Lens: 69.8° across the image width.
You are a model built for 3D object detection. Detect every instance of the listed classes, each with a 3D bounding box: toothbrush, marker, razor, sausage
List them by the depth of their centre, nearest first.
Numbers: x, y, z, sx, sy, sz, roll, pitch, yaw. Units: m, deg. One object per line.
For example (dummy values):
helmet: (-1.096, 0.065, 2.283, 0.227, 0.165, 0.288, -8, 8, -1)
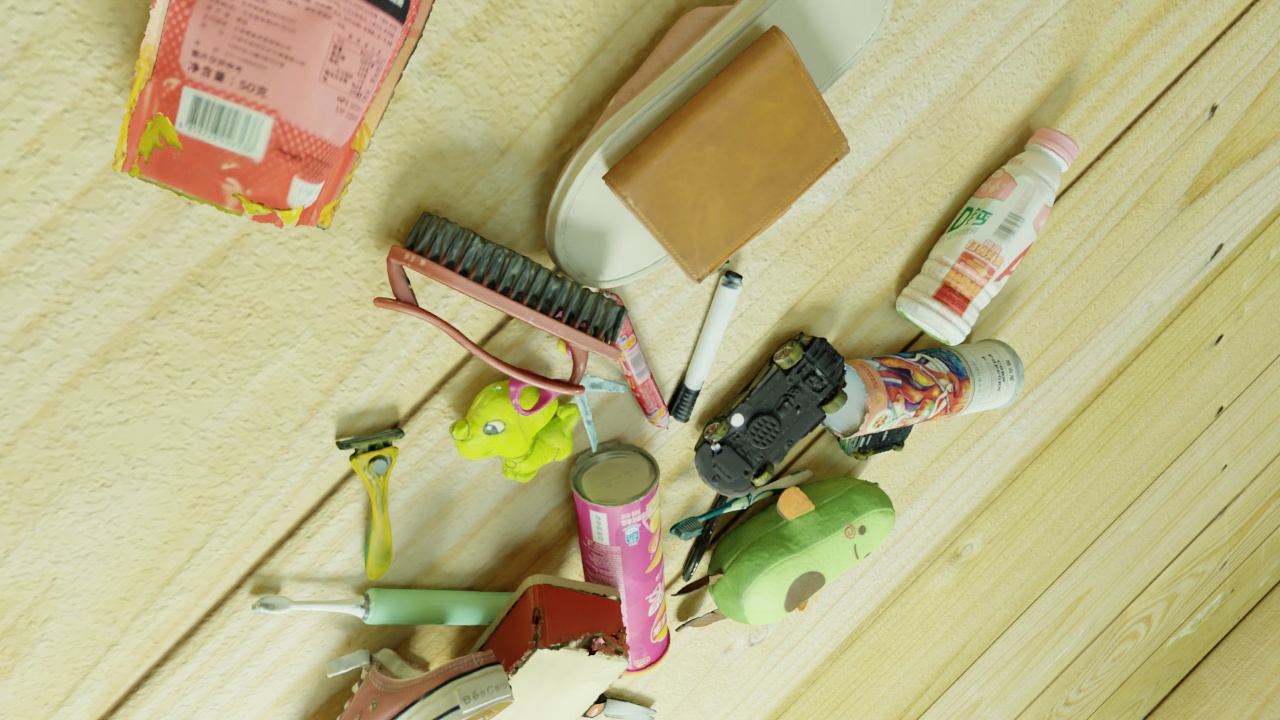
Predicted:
razor: (-0.180, 0.105, 0.623, 0.043, 0.028, 0.133, -14, 129, -33)
toothbrush: (-0.174, 0.183, 0.681, 0.224, 0.026, 0.027, 15, 147, -42)
sausage: (-0.004, 0.004, 0.682, 0.020, 0.020, 0.156, -34, 134, -12)
marker: (0.050, -0.009, 0.713, 0.022, 0.018, 0.131, 5, 118, -28)
toothbrush: (0.098, 0.128, 0.827, 0.191, 0.018, 0.016, -14, 130, -40)
toothbrush: (0.071, 0.128, 0.829, 0.018, 0.015, 0.181, 6, 116, -32)

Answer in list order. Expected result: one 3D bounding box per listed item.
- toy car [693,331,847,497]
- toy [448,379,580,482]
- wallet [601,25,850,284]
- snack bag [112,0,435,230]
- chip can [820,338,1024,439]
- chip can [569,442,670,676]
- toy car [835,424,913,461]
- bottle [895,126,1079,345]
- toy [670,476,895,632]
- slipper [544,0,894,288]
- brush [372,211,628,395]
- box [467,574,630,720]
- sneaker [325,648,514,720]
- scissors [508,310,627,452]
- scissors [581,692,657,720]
toy car: (0.108, 0.045, 0.769, 0.158, 0.042, 0.070, -46, 106, -1)
toy: (-0.084, 0.046, 0.645, 0.096, 0.031, 0.100, -30, 137, -22)
wallet: (0.060, -0.113, 0.555, 0.131, 0.035, 0.119, -41, 133, 6)
snack bag: (-0.156, -0.167, 0.422, 0.128, 0.073, 0.208, 12, 107, -45)
chip can: (0.260, 0.024, 0.853, 0.214, 0.071, 0.071, -7, 124, -32)
chip can: (-0.014, 0.168, 0.755, 0.071, 0.071, 0.211, -22, 130, -23)
toy car: (0.228, 0.067, 0.884, 0.091, 0.036, 0.043, -5, 121, -33)
bottle: (0.303, -0.109, 0.796, 0.068, 0.068, 0.197, 30, 96, -45)
toy: (0.138, 0.184, 0.865, 0.246, 0.090, 0.227, -30, 144, -10)
slipper: (0.042, -0.157, 0.574, 0.274, 0.054, 0.114, -45, 133, 9)
brush: (-0.084, -0.031, 0.551, 0.145, 0.063, 0.069, 25, 88, -25)
box: (-0.080, 0.251, 0.715, 0.091, 0.079, 0.169, 18, 126, -26)
sneaker: (-0.187, 0.262, 0.686, 0.242, 0.087, 0.118, -42, 153, 31)
scissors: (-0.049, 0.017, 0.638, 0.125, 0.017, 0.133, -44, 136, -40)
scissors: (-0.044, 0.319, 0.877, 0.234, 0.021, 0.137, 6, 116, -38)
